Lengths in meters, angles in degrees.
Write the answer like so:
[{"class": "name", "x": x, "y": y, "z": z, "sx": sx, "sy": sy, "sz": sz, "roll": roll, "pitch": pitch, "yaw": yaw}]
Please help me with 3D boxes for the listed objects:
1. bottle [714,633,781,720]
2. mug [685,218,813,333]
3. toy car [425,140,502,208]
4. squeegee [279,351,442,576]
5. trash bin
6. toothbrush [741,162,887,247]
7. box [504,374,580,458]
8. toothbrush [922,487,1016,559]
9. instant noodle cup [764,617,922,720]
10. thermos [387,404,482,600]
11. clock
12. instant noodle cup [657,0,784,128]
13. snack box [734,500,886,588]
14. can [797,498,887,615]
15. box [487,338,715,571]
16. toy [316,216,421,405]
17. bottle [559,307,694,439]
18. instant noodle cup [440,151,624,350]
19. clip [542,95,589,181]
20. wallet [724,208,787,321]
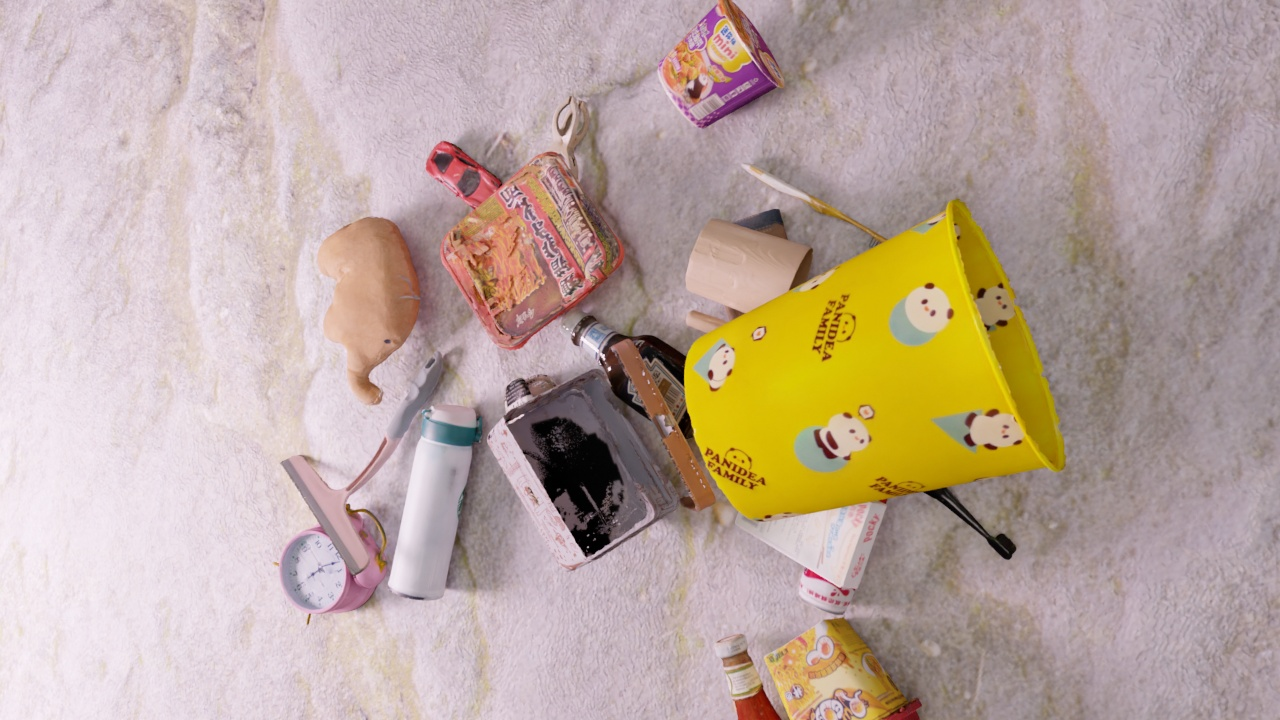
[{"class": "bottle", "x": 0.124, "y": 0.382, "z": 0.929, "sx": 0.060, "sy": 0.059, "sz": 0.206, "roll": -23, "pitch": 79, "yaw": 18}, {"class": "mug", "x": 0.104, "y": -0.072, "z": 0.921, "sx": 0.103, "sy": 0.084, "sz": 0.125, "roll": 22, "pitch": 123, "yaw": 16}, {"class": "toy car", "x": -0.212, "y": -0.221, "z": 1.100, "sx": 0.106, "sy": 0.031, "sz": 0.049, "roll": 39, "pitch": 102, "yaw": 16}, {"class": "squeegee", "x": -0.308, "y": 0.095, "z": 1.112, "sx": 0.249, "sy": 0.040, "sz": 0.248, "roll": -53, "pitch": 47, "yaw": 1}, {"class": "trash bin", "x": 0.193, "y": 0.019, "z": 0.790, "sx": 0.256, "sy": 0.229, "sz": 0.229, "roll": -22, "pitch": 80, "yaw": 29}, {"class": "toothbrush", "x": 0.183, "y": -0.158, "z": 0.953, "sx": 0.191, "sy": 0.016, "sz": 0.018, "roll": 33, "pitch": 108, "yaw": 19}, {"class": "box", "x": -0.100, "y": 0.094, "z": 1.040, "sx": 0.075, "sy": 0.080, "sz": 0.163, "roll": -36, "pitch": 75, "yaw": 48}, {"class": "toothbrush", "x": 0.279, "y": 0.115, "z": 0.899, "sx": 0.212, "sy": 0.027, "sz": 0.026, "roll": 43, "pitch": 146, "yaw": 16}, {"class": "instant noodle cup", "x": 0.190, "y": 0.321, "z": 0.884, "sx": 0.116, "sy": 0.116, "sz": 0.123, "roll": -37, "pitch": 64, "yaw": 16}, {"class": "thermos", "x": -0.238, "y": 0.162, "z": 1.074, "sx": 0.073, "sy": 0.073, "sz": 0.224, "roll": 13, "pitch": 92, "yaw": 21}, {"class": "clock", "x": -0.371, "y": 0.244, "z": 1.124, "sx": 0.159, "sy": 0.059, "sz": 0.117, "roll": -38, "pitch": 75, "yaw": 13}, {"class": "instant noodle cup", "x": 0.079, "y": -0.304, "z": 0.956, "sx": 0.099, "sy": 0.111, "sz": 0.111, "roll": -31, "pitch": 77, "yaw": 27}, {"class": "snack box", "x": 0.162, "y": 0.152, "z": 0.900, "sx": 0.157, "sy": 0.026, "sz": 0.085, "roll": 23, "pitch": 96, "yaw": 52}, {"class": "can", "x": 0.200, "y": 0.181, "z": 0.910, "sx": 0.053, "sy": 0.053, "sz": 0.133, "roll": 20, "pitch": 95, "yaw": 21}, {"class": "box", "x": -0.027, "y": 0.093, "z": 0.913, "sx": 0.183, "sy": 0.156, "sz": 0.193, "roll": 58, "pitch": 152, "yaw": 5}, {"class": "toy", "x": -0.325, "y": -0.063, "z": 1.104, "sx": 0.144, "sy": 0.082, "sz": 0.225, "roll": -16, "pitch": 76, "yaw": 32}, {"class": "bottle", "x": -0.006, "y": 0.006, "z": 1.003, "sx": 0.195, "sy": 0.044, "sz": 0.080, "roll": 34, "pitch": 109, "yaw": 20}, {"class": "instant noodle cup", "x": -0.117, "y": -0.118, "z": 1.032, "sx": 0.189, "sy": 0.079, "sz": 0.164, "roll": -36, "pitch": 75, "yaw": 15}, {"class": "clip", "x": -0.088, "y": -0.254, "z": 1.054, "sx": 0.061, "sy": 0.034, "sz": 0.097, "roll": 23, "pitch": 104, "yaw": 20}, {"class": "wallet", "x": 0.121, "y": -0.092, "z": 0.966, "sx": 0.090, "sy": 0.033, "sz": 0.115, "roll": -19, "pitch": 84, "yaw": 18}]
